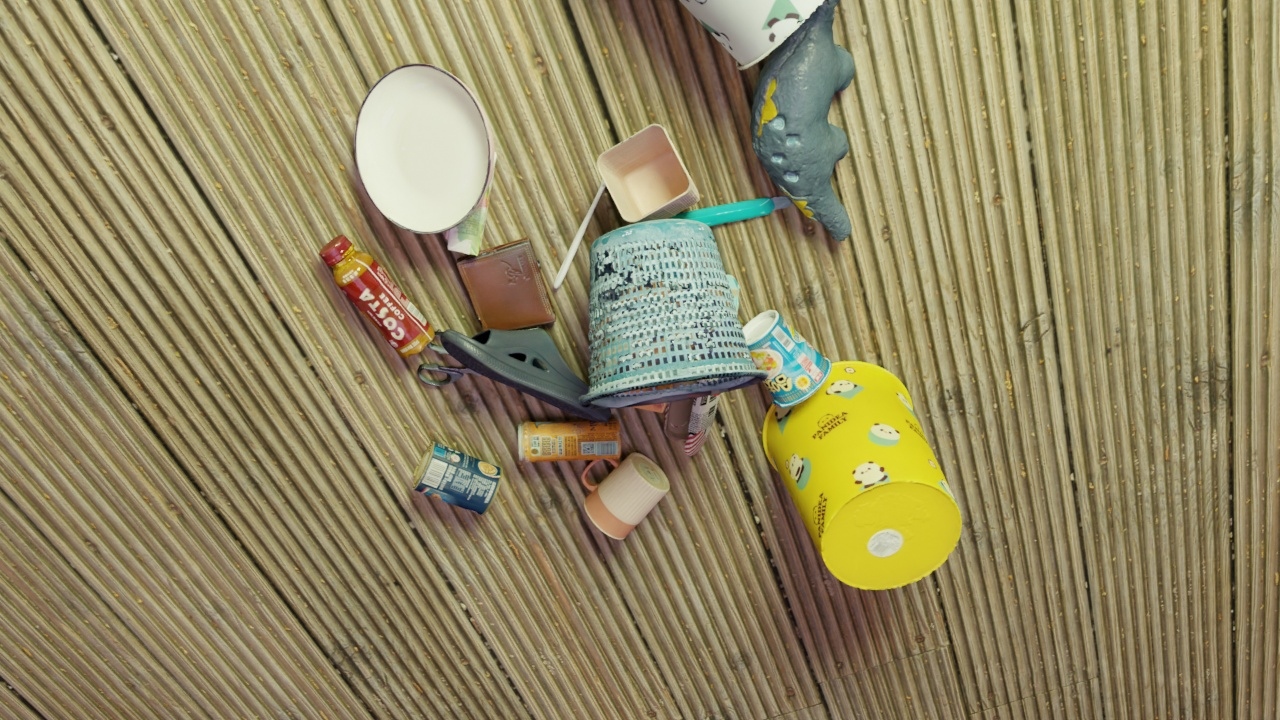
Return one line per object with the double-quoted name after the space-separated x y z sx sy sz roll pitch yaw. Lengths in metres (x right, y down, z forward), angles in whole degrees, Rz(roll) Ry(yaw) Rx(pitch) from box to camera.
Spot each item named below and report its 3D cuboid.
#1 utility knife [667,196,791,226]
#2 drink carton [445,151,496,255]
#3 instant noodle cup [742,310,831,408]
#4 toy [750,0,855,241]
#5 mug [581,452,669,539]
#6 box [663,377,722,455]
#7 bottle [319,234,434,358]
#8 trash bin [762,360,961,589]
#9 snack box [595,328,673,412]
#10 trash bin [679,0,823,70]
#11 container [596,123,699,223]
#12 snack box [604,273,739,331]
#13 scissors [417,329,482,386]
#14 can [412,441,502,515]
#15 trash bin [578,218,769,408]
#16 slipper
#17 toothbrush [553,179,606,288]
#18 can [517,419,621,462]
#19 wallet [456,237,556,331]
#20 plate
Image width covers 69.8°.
0.111 -0.189 1.188 0.174 0.013 0.029 -11 123 -3 "utility knife"
-0.210 -0.196 1.131 0.045 0.053 0.123 11 118 -9 "drink carton"
0.191 -0.007 1.259 0.099 0.099 0.110 -36 110 15 "instant noodle cup"
0.197 -0.296 1.091 0.137 0.091 0.357 -13 123 -12 "toy"
-0.030 0.189 1.364 0.114 0.081 0.106 44 108 6 "mug"
0.083 0.060 1.289 0.076 0.086 0.163 0 119 -18 "box"
-0.340 -0.083 1.182 0.057 0.057 0.175 -30 118 12 "bottle"
0.308 0.162 1.270 0.229 0.255 0.230 -3 120 -5 "trash bin"
-0.007 0.007 1.244 0.094 0.092 0.077 11 118 -12 "snack box"
0.082 -0.463 0.915 0.252 0.229 0.230 36 111 -16 "trash bin"
0.015 -0.214 1.096 0.090 0.111 0.090 -28 85 12 "container"
0.040 -0.075 1.225 0.175 0.051 0.074 2 119 -6 "snack box"
-0.227 0.014 1.278 0.163 0.014 0.165 -28 121 9 "scissors"
-0.265 0.170 1.326 0.111 0.075 0.075 24 115 -17 "can"
0.027 -0.056 1.095 0.226 0.226 0.195 -8 82 -1 "trash bin"
-0.145 0.003 1.234 0.268 0.111 0.083 28 77 -31 "slipper"
-0.072 -0.167 1.183 0.016 0.016 0.180 19 116 -22 "toothbrush"
-0.101 0.115 1.319 0.146 0.058 0.058 -2 120 -4 "can"
-0.174 -0.094 1.208 0.101 0.032 0.125 -16 121 1 "wallet"
-0.247 -0.245 1.071 0.193 0.039 0.192 6 105 24 "plate"
